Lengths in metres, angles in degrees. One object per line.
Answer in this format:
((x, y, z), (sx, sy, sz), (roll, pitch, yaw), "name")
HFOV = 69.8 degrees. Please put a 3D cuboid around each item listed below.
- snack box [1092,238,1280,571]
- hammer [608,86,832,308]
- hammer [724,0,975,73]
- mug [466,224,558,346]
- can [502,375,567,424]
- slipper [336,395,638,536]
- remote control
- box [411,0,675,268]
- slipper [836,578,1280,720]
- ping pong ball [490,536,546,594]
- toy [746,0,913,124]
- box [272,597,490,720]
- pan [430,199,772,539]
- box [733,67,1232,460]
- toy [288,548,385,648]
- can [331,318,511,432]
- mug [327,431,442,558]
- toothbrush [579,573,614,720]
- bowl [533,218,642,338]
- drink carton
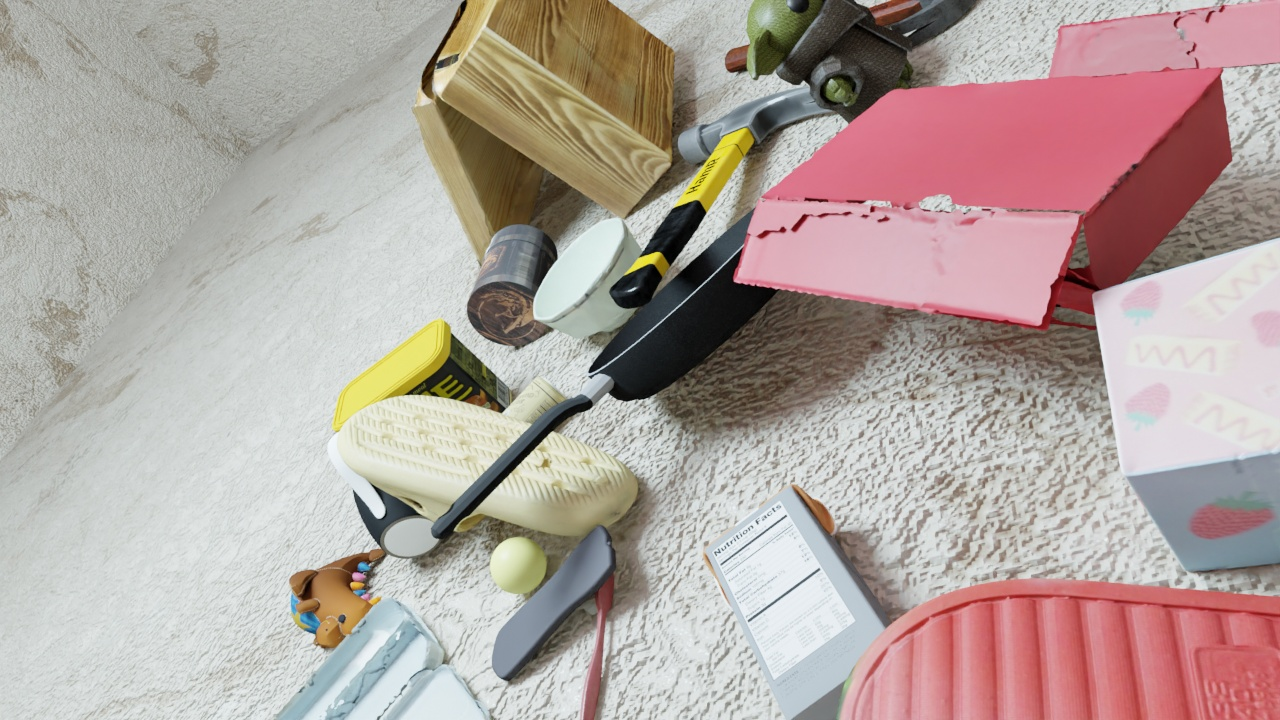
((0.244, 0.022, 0.376), (0.080, 0.093, 0.094), (-19, 46, 34), "snack box")
((0.058, -0.149, 0.812), (0.170, 0.034, 0.323), (-13, 32, 39), "hammer")
((0.201, -0.339, 0.936), (0.301, 0.028, 0.110), (2, 52, 50), "hammer")
((-0.136, -0.067, 0.947), (0.116, 0.080, 0.107), (-54, 19, 36), "mug")
((-0.099, 0.053, 0.782), (0.079, 0.038, 0.038), (-47, 31, -8), "can")
((-0.122, 0.095, 0.698), (0.262, 0.079, 0.111), (12, 25, 28), "slipper")
((-0.058, 0.163, 0.609), (0.125, 0.009, 0.046), (-48, 27, 15), "remote control")
((-0.141, -0.281, 1.045), (0.265, 0.269, 0.278), (-41, 27, 33), "box")
((0.199, 0.135, 0.332), (0.249, 0.059, 0.103), (-8, 42, 21), "slipper")
((-0.087, 0.146, 0.653), (0.040, 0.040, 0.040), (-29, 34, 21), "ping pong ball")
((0.164, -0.271, 0.791), (0.078, 0.152, 0.178), (-49, 16, 49), "toy")
((-0.204, 0.284, 0.632), (0.208, 0.037, 0.190), (-51, 40, -13), "box")
((-0.003, 0.003, 0.644), (0.354, 0.044, 0.204), (-46, 7, -21), "pan")
((0.112, 0.041, 0.488), (0.215, 0.138, 0.466), (18, 72, 54), "box")
((-0.240, 0.196, 0.772), (0.090, 0.071, 0.102), (11, 35, 38), "toy")
((-0.197, 0.043, 0.843), (0.131, 0.101, 0.072), (-34, 32, 13), "can")
((-0.210, 0.105, 0.769), (0.085, 0.119, 0.100), (-40, 41, 12), "mug")
((-0.031, 0.201, 0.550), (0.016, 0.015, 0.184), (-29, 34, 26), "toothbrush")
((-0.037, -0.065, 0.829), (0.118, 0.061, 0.117), (-38, 27, 23), "bowl")
((0.087, 0.129, 0.471), (0.076, 0.048, 0.124), (-39, 31, 6), "drink carton")
